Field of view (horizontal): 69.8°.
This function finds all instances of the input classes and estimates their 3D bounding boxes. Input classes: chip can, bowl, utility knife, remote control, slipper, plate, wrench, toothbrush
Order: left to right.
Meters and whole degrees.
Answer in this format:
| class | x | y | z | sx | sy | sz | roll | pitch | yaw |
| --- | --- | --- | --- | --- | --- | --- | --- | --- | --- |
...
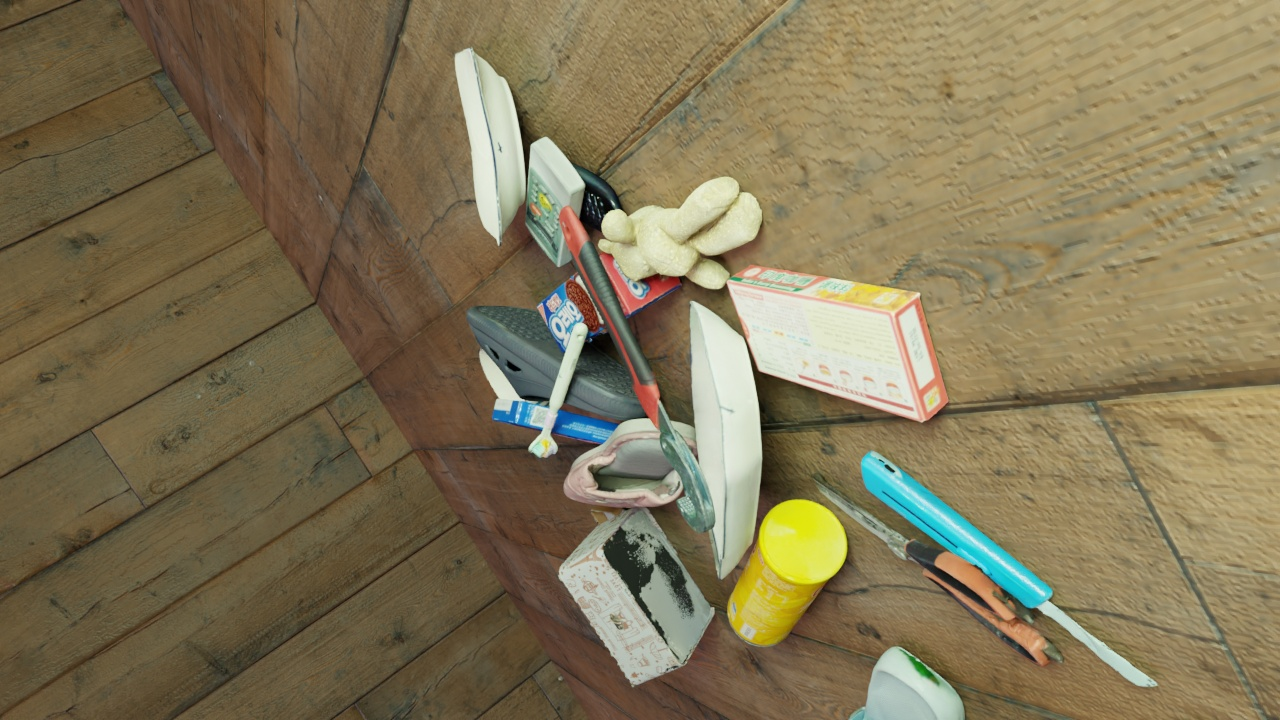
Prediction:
| class | x | y | z | sx | sy | sz | roll | pitch | yaw |
| --- | --- | --- | --- | --- | --- | --- | --- | --- | --- |
| plate | -0.129 | -0.189 | 0.805 | 0.164 | 0.034 | 0.164 | -136 | 37 | -66 |
| bowl | -0.142 | 0.018 | 1.140 | 0.116 | 0.066 | 0.117 | 45 | 156 | 27 |
| slipper | -0.096 | 0.015 | 0.955 | 0.268 | 0.110 | 0.083 | 31 | 110 | 38 |
| remote control | -0.075 | -0.132 | 0.781 | 0.056 | 0.019 | 0.135 | 53 | 161 | 11 |
| toothbrush | -0.075 | 0.031 | 0.864 | 0.190 | 0.029 | 0.020 | 112 | 156 | -45 |
| remote control | -0.047 | -0.140 | 0.771 | 0.136 | 0.024 | 0.053 | 36 | 153 | 45 |
| slipper | -0.011 | 0.122 | 0.960 | 0.275 | 0.114 | 0.054 | 132 | 147 | -62 |
| wrench | -0.004 | 0.004 | 0.702 | 0.273 | 0.016 | 0.056 | 66 | 159 | 5 |
| plate | 0.068 | 0.067 | 0.731 | 0.266 | 0.034 | 0.161 | 84 | 178 | -54 |
| chip can | 0.126 | 0.199 | 0.828 | 0.072 | 0.072 | 0.214 | 47 | 157 | 22 |
| slipper | 0.230 | 0.344 | 0.815 | 0.104 | 0.074 | 0.246 | 37 | 150 | 37 |
| utility knife | 0.229 | 0.132 | 0.592 | 0.216 | 0.018 | 0.034 | 39 | 153 | 33 |

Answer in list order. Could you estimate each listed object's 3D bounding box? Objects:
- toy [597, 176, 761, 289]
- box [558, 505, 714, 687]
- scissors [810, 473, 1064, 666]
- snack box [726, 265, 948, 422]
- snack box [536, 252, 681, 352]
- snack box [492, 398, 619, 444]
| class | x | y | z | sx | sy | sz | roll | pitch | yaw |
| --- | --- | --- | --- | --- | --- | --- | --- | --- | --- |
| toy | 0.026 | -0.092 | 0.651 | 0.105 | 0.066 | 0.157 | 19 | 167 | -24 |
| box | 0.000 | 0.276 | 1.177 | 0.179 | 0.125 | 0.273 | 57 | -174 | -3 |
| scissors | 0.193 | 0.133 | 0.646 | 0.205 | 0.015 | 0.197 | 43 | 173 | 11 |
| snack box | 0.121 | -0.015 | 0.592 | 0.156 | 0.027 | 0.077 | 20 | 139 | 56 |
| snack box | -0.034 | -0.056 | 0.822 | 0.058 | 0.057 | 0.208 | 60 | 159 | -3 |
| snack box | -0.072 | 0.070 | 0.985 | 0.157 | 0.026 | 0.085 | 15 | 173 | -24 |
